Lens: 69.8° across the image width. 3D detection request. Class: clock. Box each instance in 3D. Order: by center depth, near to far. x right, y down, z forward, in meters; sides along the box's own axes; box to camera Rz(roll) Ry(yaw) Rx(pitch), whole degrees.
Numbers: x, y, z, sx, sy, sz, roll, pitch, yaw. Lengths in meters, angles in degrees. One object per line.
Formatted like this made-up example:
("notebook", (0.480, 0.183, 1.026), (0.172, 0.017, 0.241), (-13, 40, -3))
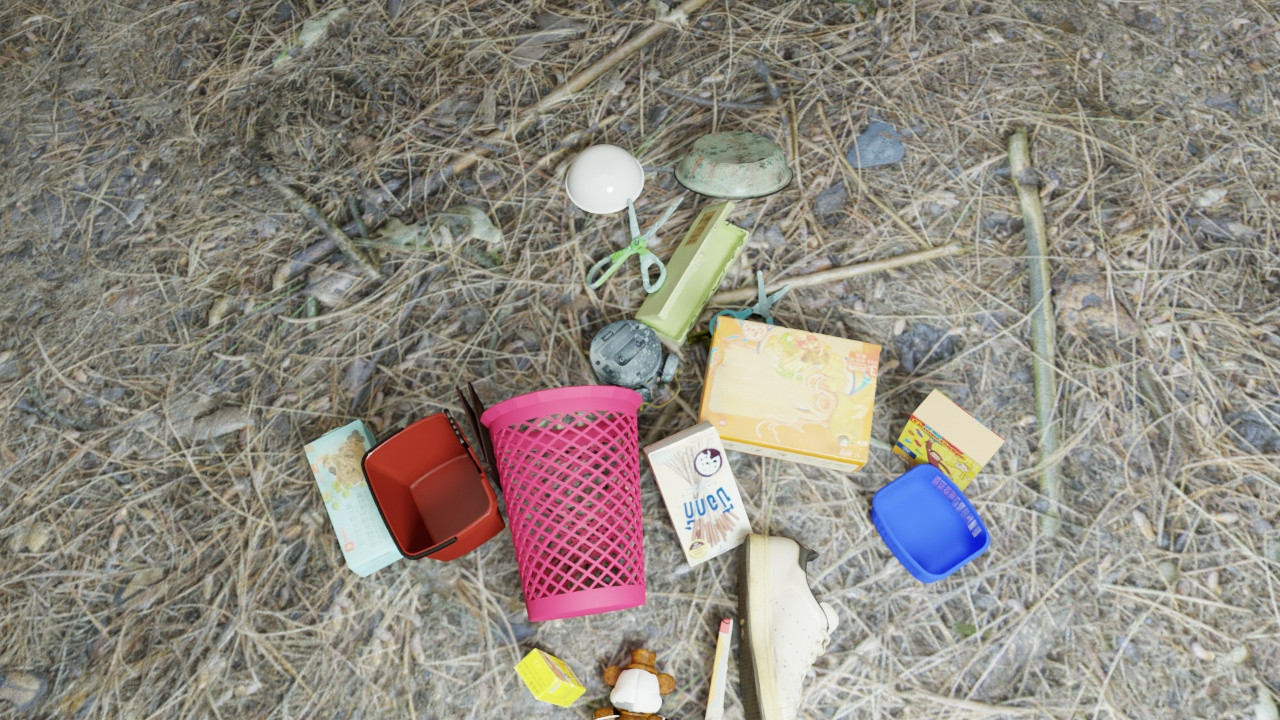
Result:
("clock", (-0.007, 0.007, 1.131), (0.090, 0.052, 0.129), (-43, 68, -14))

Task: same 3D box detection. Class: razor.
("razor", (0.095, 0.010, 1.139), (0.042, 0.026, 0.105), (-18, 70, -5))

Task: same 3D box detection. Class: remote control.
("remote control", (0.084, 0.338, 0.981), (0.018, 0.038, 0.125), (8, 67, 7))

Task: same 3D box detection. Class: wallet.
("wallet", (-0.186, 0.091, 1.087), (0.018, 0.091, 0.115), (-21, 65, -6))

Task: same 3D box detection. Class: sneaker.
("sneaker", (0.160, 0.303, 0.972), (0.102, 0.089, 0.241), (2, 62, -5))

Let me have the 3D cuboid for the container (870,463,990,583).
("container", (0.317, 0.184, 1.019), (0.096, 0.058, 0.114), (-31, 67, -9))

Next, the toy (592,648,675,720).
("toy", (-0.005, 0.366, 0.967), (0.087, 0.067, 0.112), (6, 57, 8))

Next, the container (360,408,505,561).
("container", (-0.229, 0.135, 1.008), (0.127, 0.201, 0.148), (-30, 67, -5))

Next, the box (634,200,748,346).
("box", (0.064, -0.115, 1.182), (0.078, 0.089, 0.187), (19, 70, 34))

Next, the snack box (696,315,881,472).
("snack box", (0.170, 0.041, 1.079), (0.195, 0.081, 0.145), (11, 72, 3))

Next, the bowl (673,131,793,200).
("bowl", (0.123, -0.263, 1.209), (0.157, 0.039, 0.157), (-1, 36, 0))

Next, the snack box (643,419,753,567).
("snack box", (0.066, 0.149, 1.025), (0.082, 0.026, 0.150), (-22, 108, -7))

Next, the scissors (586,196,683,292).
("scissors", (0.001, -0.149, 1.199), (0.171, 0.023, 0.168), (-46, 44, 1))

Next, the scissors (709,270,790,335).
("scissors", (0.155, -0.048, 1.155), (0.136, 0.015, 0.125), (-37, 80, -20))

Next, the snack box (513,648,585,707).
("snack box", (-0.091, 0.327, 0.941), (0.029, 0.148, 0.040), (-39, 67, -9))

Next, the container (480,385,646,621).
("container", (-0.073, 0.163, 1.011), (0.183, 0.183, 0.225), (-9, 73, 1))

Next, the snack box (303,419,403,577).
("snack box", (-0.332, 0.162, 1.090), (0.075, 0.053, 0.174), (-27, 65, -7))

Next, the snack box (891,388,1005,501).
("snack box", (0.338, 0.096, 1.020), (0.088, 0.126, 0.040), (40, 74, 20))

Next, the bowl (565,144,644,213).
("bowl", (-0.051, -0.260, 1.261), (0.110, 0.041, 0.109), (-2, 66, 4))
